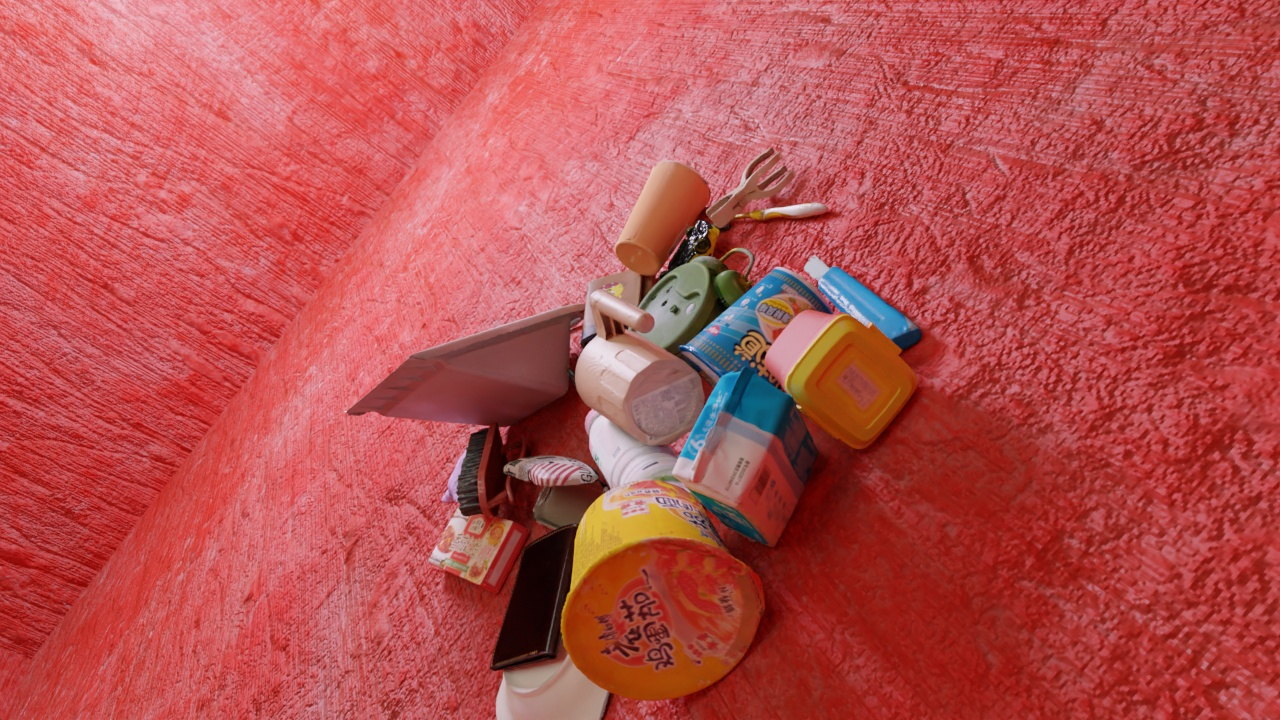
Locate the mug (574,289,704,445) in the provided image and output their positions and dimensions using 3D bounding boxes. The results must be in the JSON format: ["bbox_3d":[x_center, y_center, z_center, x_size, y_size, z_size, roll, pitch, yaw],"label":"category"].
[{"bbox_3d":[-0.005,0.005,0.814,0.084,0.125,0.103,-19,22,-20],"label":"mug"}]

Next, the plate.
[{"bbox_3d":[-0.072,0.244,0.806,0.164,0.034,0.164,-17,44,49],"label":"plate"}]

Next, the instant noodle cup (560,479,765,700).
[{"bbox_3d":[0.009,0.162,0.680,0.138,0.138,0.109,-47,19,12],"label":"instant noodle cup"}]

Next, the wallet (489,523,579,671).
[{"bbox_3d":[-0.092,0.211,0.816,0.097,0.020,0.122,-32,34,44],"label":"wallet"}]

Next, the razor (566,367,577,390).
[{"bbox_3d":[-0.046,-0.024,1.080,0.028,0.043,0.132,12,60,24],"label":"razor"}]

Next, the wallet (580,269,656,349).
[{"bbox_3d":[-0.023,-0.061,1.060,0.090,0.033,0.115,-14,37,13],"label":"wallet"}]

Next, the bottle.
[{"bbox_3d":[-0.008,0.090,0.851,0.068,0.068,0.197,-52,25,2],"label":"bottle"}]

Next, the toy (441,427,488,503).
[{"bbox_3d":[-0.209,0.132,1.142,0.084,0.039,0.107,-18,44,60],"label":"toy"}]

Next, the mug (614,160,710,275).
[{"bbox_3d":[0.023,-0.162,1.070,0.078,0.078,0.122,-10,45,53],"label":"mug"}]

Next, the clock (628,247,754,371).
[{"bbox_3d":[0.055,-0.050,0.924,0.161,0.056,0.116,-51,28,5],"label":"clock"}]

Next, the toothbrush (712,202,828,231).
[{"bbox_3d":[0.131,-0.150,0.968,0.192,0.016,0.018,8,75,60],"label":"toothbrush"}]

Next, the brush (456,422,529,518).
[{"bbox_3d":[-0.163,0.127,1.033,0.069,0.063,0.145,-10,22,3],"label":"brush"}]

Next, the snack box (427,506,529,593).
[{"bbox_3d":[-0.183,0.209,1.026,0.153,0.025,0.075,-2,57,57],"label":"snack box"}]

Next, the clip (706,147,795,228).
[{"bbox_3d":[0.120,-0.181,0.977,0.104,0.035,0.083,-44,22,-8],"label":"clip"}]

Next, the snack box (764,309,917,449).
[{"bbox_3d":[0.146,0.008,0.686,0.082,0.091,0.080,-50,20,3],"label":"snack box"}]

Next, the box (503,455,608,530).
[{"bbox_3d":[-0.090,0.121,0.909,0.076,0.088,0.163,-56,17,-13],"label":"box"}]

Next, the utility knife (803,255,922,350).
[{"bbox_3d":[0.179,-0.054,0.779,0.034,0.018,0.191,-37,29,6],"label":"utility knife"}]

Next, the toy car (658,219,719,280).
[{"bbox_3d":[0.053,-0.106,1.020,0.105,0.032,0.048,-56,24,19],"label":"toy car"}]

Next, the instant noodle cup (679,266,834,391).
[{"bbox_3d":[0.106,-0.017,0.780,0.110,0.099,0.099,-46,27,-5],"label":"instant noodle cup"}]

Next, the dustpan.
[{"bbox_3d":[-0.188,-0.011,1.101,0.223,0.257,0.142,-29,55,50],"label":"dustpan"}]

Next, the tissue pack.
[{"bbox_3d":[0.078,0.073,0.672,0.063,0.140,0.090,20,73,30],"label":"tissue pack"}]
